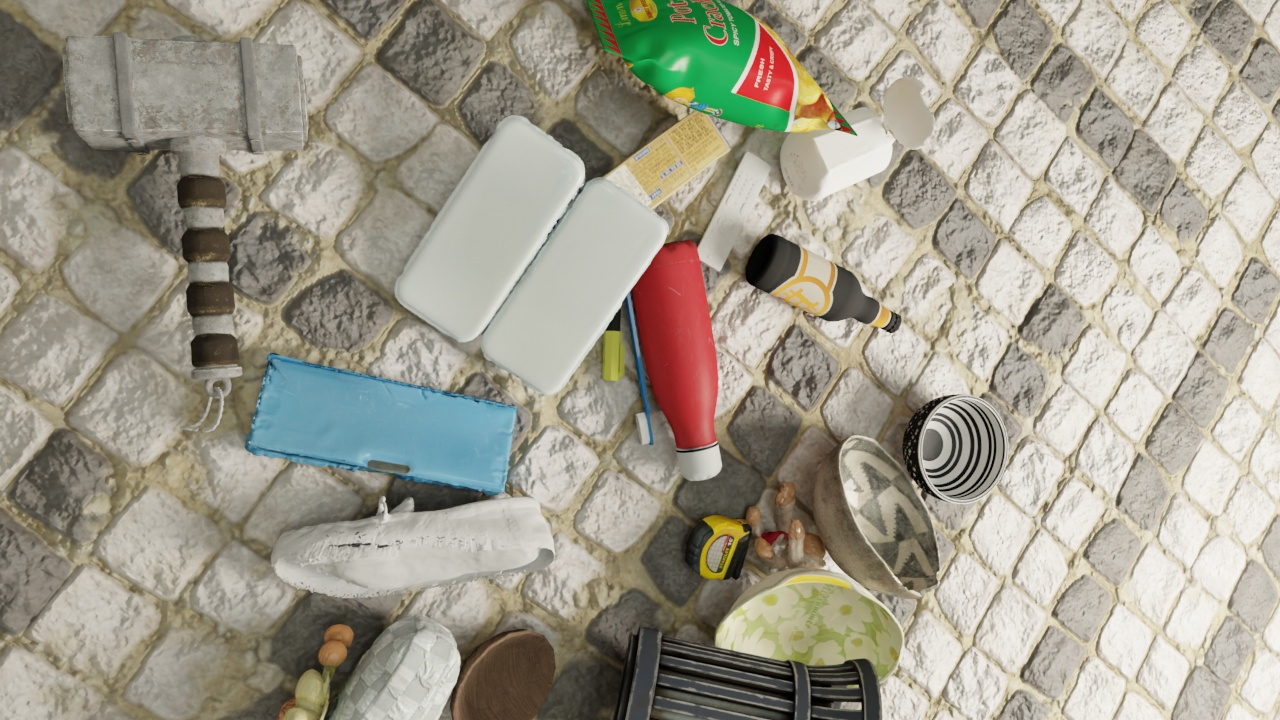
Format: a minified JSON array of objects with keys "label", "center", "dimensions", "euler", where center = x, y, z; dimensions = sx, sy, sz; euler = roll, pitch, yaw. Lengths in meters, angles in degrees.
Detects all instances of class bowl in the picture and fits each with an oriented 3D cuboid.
[{"label":"bowl","center":[0.235,0.173,0.970],"dimensions":[0.178,0.081,0.178],"euler":[34,39,-34]},{"label":"bowl","center":[0.342,0.097,1.032],"dimensions":[0.120,0.066,0.120],"euler":[0,90,-20]},{"label":"bowl","center":[-0.135,0.304,0.865],"dimensions":[0.117,0.030,0.118],"euler":[-18,116,-41]},{"label":"bowl","center":[0.169,0.275,0.946],"dimensions":[0.188,0.060,0.220],"euler":[1,124,2]}]

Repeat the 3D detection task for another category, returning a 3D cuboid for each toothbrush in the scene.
[{"label":"toothbrush","center":[-0.005,0.005,0.923],"dimensions":[0.014,0.016,0.167],"euler":[-12,101,-12]}]

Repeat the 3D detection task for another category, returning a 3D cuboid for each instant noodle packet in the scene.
[{"label":"instant noodle packet","center":[0.071,-0.293,0.885],"dimensions":[0.252,0.195,0.090],"euler":[12,124,-20]}]

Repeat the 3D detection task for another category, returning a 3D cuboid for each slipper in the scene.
[{"label":"slipper","center":[-0.203,0.163,0.832],"dimensions":[0.246,0.074,0.112],"euler":[-4,130,-17]}]

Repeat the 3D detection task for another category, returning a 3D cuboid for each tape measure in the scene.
[{"label":"tape measure","center":[0.078,0.193,0.952],"dimensions":[0.064,0.037,0.065],"euler":[6,102,-25]}]

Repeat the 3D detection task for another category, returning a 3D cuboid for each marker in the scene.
[{"label":"marker","center":[-0.026,-0.042,0.923],"dimensions":[0.021,0.017,0.124],"euler":[1,88,24]}]

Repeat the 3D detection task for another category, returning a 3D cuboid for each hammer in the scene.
[{"label":"hammer","center":[-0.364,-0.104,0.769],"dimensions":[0.176,0.080,0.326],"euler":[-5,92,-20]}]

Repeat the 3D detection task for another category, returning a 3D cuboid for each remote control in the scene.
[{"label":"remote control","center":[0.097,-0.158,0.971],"dimensions":[0.033,0.012,0.130],"euler":[29,81,-16]}]

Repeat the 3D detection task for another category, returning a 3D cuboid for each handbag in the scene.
[{"label":"handbag","center":[-0.240,0.296,0.802],"dimensions":[0.123,0.113,0.171],"euler":[36,78,-9]}]

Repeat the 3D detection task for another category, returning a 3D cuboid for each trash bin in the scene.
[{"label":"trash bin","center":[0.091,0.344,0.869],"dimensions":[0.227,0.164,0.164],"euler":[12,86,1]}]

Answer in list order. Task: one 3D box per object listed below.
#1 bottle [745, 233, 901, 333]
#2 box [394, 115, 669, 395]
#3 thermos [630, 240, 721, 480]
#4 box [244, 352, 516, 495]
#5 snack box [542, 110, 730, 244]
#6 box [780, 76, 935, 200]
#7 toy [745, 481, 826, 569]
[{"label":"bottle","center":[0.203,-0.073,0.985],"dimensions":[0.181,0.059,0.059],"euler":[23,82,-19]},{"label":"box","center":[-0.101,-0.092,0.847],"dimensions":[0.189,0.037,0.209],"euler":[37,99,-4]},{"label":"thermos","center":[0.041,0.003,0.920],"dimensions":[0.073,0.073,0.240],"euler":[-12,95,-20]},{"label":"box","center":[-0.228,0.062,0.834],"dimensions":[0.231,0.052,0.093],"euler":[14,84,-19]},{"label":"snack box","center":[-0.009,-0.169,0.911],"dimensions":[0.206,0.057,0.056],"euler":[-39,101,-15]},{"label":"box","center":[0.219,-0.226,0.943],"dimensions":[0.106,0.150,0.080],"euler":[-25,87,-21]},{"label":"toy","center":[0.162,0.196,0.964],"dimensions":[0.074,0.085,0.106],"euler":[-35,112,5]}]
